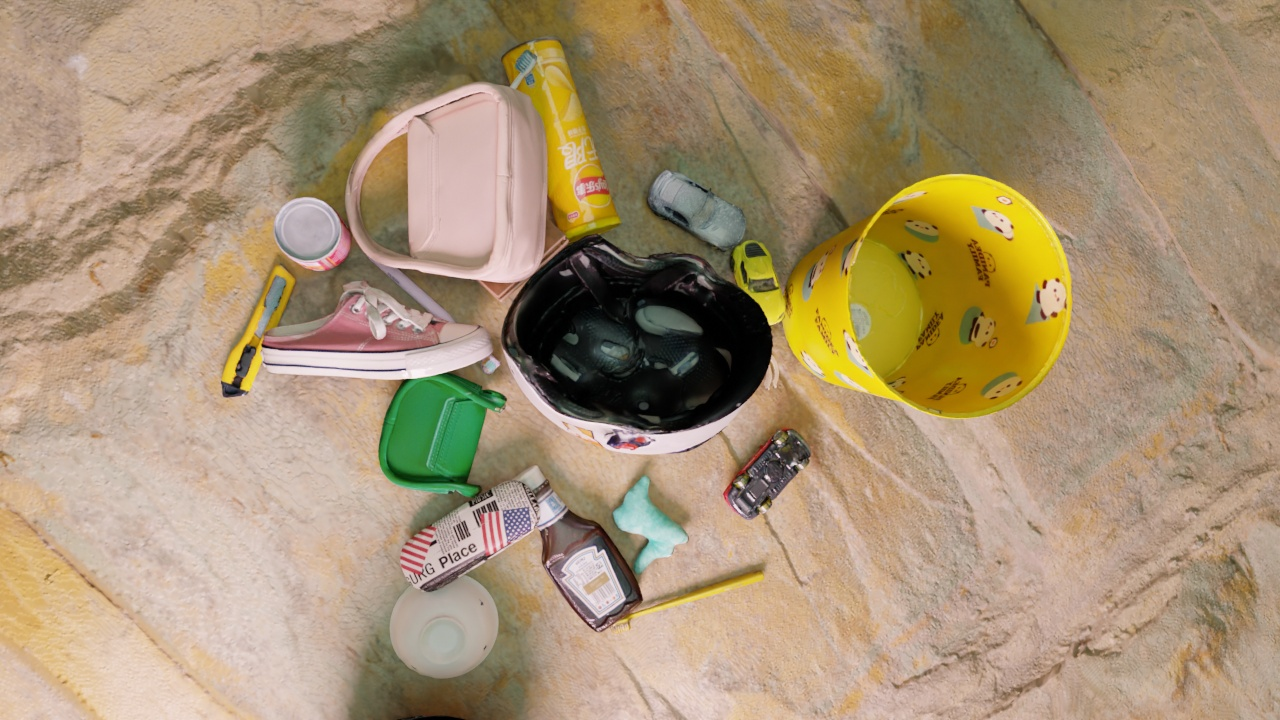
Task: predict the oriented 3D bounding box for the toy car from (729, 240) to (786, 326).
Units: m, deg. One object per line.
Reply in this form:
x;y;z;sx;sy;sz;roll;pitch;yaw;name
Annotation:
0.137;-0.090;1.058;0.048;0.032;0.105;-10;72;-12;toy car

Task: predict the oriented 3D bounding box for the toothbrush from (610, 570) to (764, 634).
0.054;0.279;1.061;0.190;0.016;0.016;-16;97;-10;toothbrush

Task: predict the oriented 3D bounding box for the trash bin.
0.278;-0.060;0.981;0.229;0.255;0.229;0;90;-11;trash bin

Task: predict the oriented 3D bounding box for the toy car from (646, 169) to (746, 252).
0.066;-0.172;1.053;0.120;0.037;0.054;30;84;-7;toy car

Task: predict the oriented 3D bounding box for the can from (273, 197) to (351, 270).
-0.338;-0.129;0.952;0.066;0.094;0.066;0;89;-10;can

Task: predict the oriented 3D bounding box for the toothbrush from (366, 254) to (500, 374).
-0.229;-0.055;1.010;0.189;0.029;0.021;44;42;-6;toothbrush

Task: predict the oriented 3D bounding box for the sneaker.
-0.276;-0.034;0.955;0.241;0.118;0.088;0;106;0;sneaker

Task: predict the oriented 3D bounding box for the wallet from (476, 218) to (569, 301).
-0.146;-0.126;0.993;0.101;0.020;0.115;-44;55;-8;wallet

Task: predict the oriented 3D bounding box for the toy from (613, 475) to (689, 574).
0.009;0.193;1.047;0.092;0.030;0.096;38;89;-6;toy

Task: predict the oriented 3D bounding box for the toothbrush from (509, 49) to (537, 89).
-0.173;-0.232;0.984;0.026;0.027;0.221;22;108;-47;toothbrush

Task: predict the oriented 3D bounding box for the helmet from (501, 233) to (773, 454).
-0.006;0.006;0.966;0.274;0.157;0.229;17;58;11;helmet

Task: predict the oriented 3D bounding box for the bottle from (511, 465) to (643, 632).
-0.077;0.206;1.024;0.079;0.044;0.195;-35;95;-9;bottle

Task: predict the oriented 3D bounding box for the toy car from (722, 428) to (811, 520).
0.145;0.130;1.063;0.120;0.045;0.053;-43;99;-14;toy car

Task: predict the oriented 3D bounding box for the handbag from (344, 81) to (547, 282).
-0.212;-0.175;0.946;0.234;0.093;0.193;-1;89;23;handbag

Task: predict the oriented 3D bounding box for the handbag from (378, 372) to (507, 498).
-0.215;0.078;0.986;0.120;0.068;0.131;15;87;-11;handbag

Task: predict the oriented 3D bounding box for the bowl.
-0.211;0.293;0.988;0.118;0.065;0.118;0;89;-10;bowl

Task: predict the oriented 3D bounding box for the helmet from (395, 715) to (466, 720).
-0.218;0.470;0.902;0.233;0.230;0.274;9;89;-25;helmet

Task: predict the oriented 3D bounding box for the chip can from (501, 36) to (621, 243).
-0.086;-0.240;1.010;0.072;0.072;0.213;-18;92;-10;chip can

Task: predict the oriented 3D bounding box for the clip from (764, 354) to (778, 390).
0.121;-0.009;1.066;0.095;0.035;0.102;-21;89;-11;clip

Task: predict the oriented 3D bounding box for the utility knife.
-0.409;-0.031;0.978;0.033;0.015;0.156;22;86;-12;utility knife

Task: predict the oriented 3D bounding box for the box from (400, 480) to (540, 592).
-0.182;0.189;0.986;0.164;0.052;0.069;-29;84;2;box
